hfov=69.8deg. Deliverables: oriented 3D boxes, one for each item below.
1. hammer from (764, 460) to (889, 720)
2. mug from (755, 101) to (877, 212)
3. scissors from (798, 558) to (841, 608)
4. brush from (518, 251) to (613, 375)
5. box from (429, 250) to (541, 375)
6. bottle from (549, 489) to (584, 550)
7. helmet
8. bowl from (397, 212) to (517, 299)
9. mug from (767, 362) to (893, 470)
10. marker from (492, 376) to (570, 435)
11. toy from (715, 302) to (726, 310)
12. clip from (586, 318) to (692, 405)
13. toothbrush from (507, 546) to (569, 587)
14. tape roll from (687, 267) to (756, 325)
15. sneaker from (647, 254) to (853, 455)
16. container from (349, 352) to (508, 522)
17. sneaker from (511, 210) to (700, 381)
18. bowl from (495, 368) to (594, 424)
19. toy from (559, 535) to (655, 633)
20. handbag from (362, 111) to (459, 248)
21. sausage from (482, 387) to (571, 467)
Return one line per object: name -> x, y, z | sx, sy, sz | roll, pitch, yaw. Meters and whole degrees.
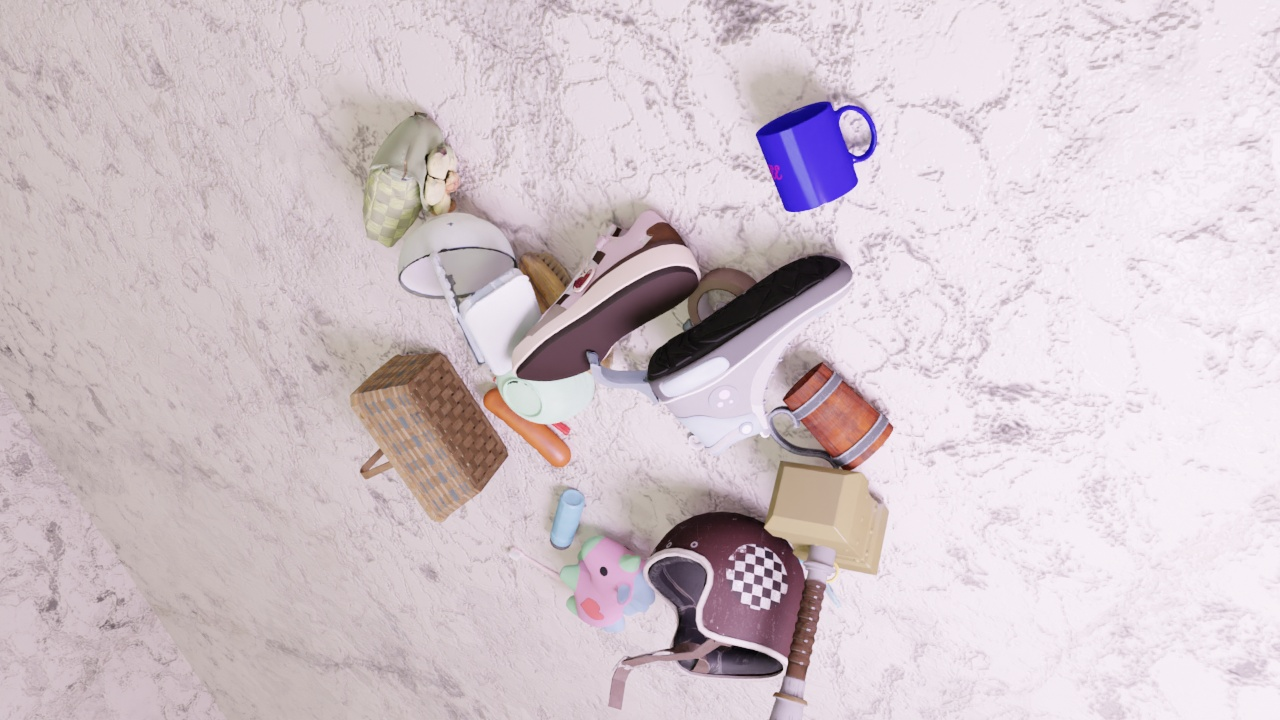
hammer -> 0.198, 0.303, 1.084 | 0.101, 0.324, 0.190 | 6, 158, 30
mug -> 0.183, -0.211, 0.921 | 0.111, 0.079, 0.083 | -22, 111, 11
scissors -> 0.248, 0.299, 1.290 | 0.056, 0.015, 0.136 | -21, 106, 39
brush -> -0.097, -0.063, 1.225 | 0.059, 0.043, 0.195 | -22, 107, 42
box -> -0.186, -0.068, 1.169 | 0.130, 0.105, 0.211 | 61, 170, 15
bottle -> -0.120, 0.262, 1.481 | 0.040, 0.040, 0.130 | 29, 133, 12
helmet -> 0.104, 0.335, 1.242 | 0.234, 0.252, 0.234 | 12, 147, -3
bowl -> -0.242, -0.142, 1.199 | 0.154, 0.153, 0.072 | -30, 65, 43
mug -> 0.219, 0.076, 1.092 | 0.111, 0.081, 0.118 | 46, 117, 1
marker -> -0.165, 0.068, 1.388 | 0.142, 0.012, 0.013 | 36, 134, 6
toy -> 0.111, -0.019, 1.087 | 0.049, 0.030, 0.112 | -9, 118, 5
clip -> -0.013, 0.007, 1.166 | 0.164, 0.031, 0.169 | 0, 143, -21
toothbrush -> -0.154, 0.376, 1.604 | 0.181, 0.018, 0.016 | 27, 133, 13
tape roll -> 0.105, -0.063, 1.103 | 0.094, 0.030, 0.094 | 17, 130, 22
sneaker -> 0.146, 0.002, 1.039 | 0.257, 0.093, 0.160 | -31, 116, 9
container -> -0.352, 0.123, 1.455 | 0.187, 0.157, 0.250 | -21, 110, 29
sneaker -> -0.063, -0.081, 1.135 | 0.295, 0.111, 0.116 | -36, 59, 33
bowl -> -0.147, 0.033, 1.306 | 0.151, 0.076, 0.151 | 17, 130, 21
toy -> -0.045, 0.371, 1.472 | 0.171, 0.119, 0.222 | 19, 130, 33
handbag -> -0.297, -0.225, 1.203 | 0.117, 0.113, 0.187 | 23, 143, -14
sausage -> -0.171, 0.101, 1.396 | 0.164, 0.039, 0.045 | 41, 151, 0
